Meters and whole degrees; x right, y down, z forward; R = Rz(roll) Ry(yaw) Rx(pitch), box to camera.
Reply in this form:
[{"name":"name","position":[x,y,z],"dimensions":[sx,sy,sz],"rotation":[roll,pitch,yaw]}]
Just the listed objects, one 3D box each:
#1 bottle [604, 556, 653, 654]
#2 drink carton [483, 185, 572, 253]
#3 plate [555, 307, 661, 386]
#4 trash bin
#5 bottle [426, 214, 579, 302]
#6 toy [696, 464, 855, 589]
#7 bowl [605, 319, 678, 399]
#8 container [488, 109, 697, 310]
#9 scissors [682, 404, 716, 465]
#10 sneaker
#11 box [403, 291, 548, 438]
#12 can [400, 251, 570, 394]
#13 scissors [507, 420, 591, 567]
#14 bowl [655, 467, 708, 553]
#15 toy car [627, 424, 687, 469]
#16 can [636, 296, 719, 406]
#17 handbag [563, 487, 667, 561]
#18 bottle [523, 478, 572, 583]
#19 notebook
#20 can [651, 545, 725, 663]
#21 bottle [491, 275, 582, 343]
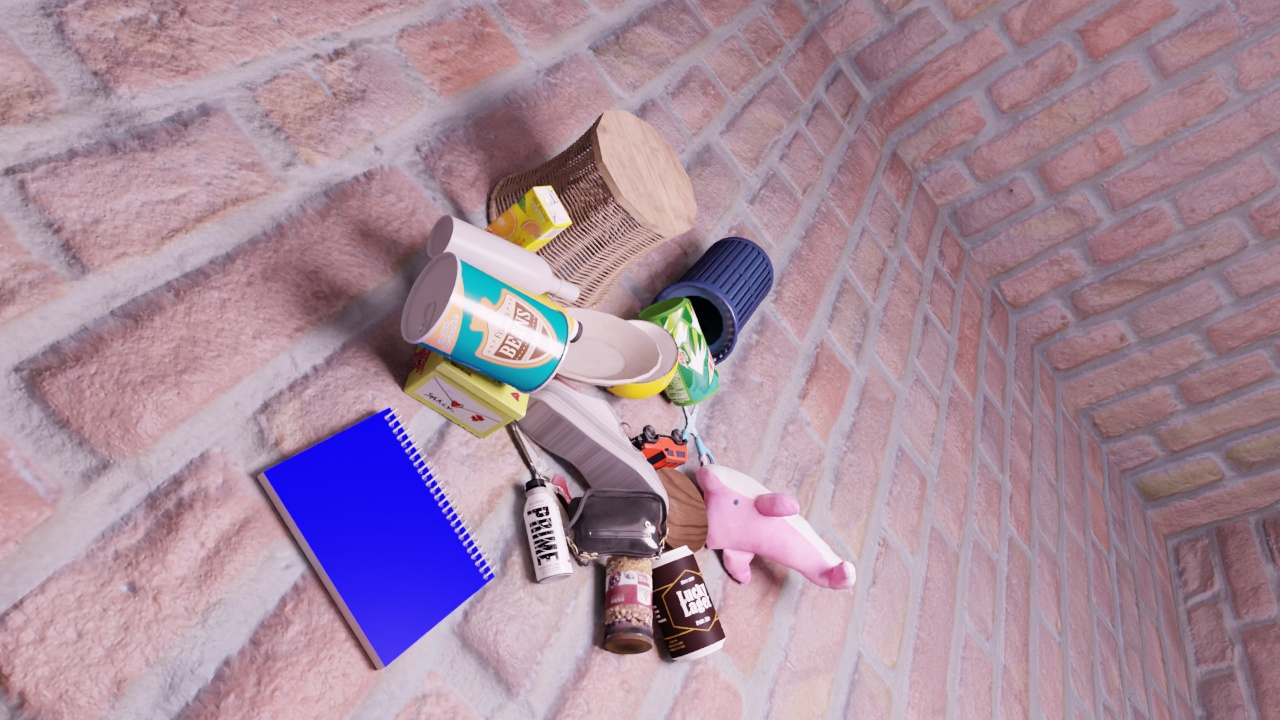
[{"name":"bottle","position":[-0.014,0.284,1.077],"dimensions":[0.056,0.056,0.105],"rotation":[31,44,-35]},{"name":"drink carton","position":[-0.154,-0.160,1.158],"dimensions":[0.058,0.135,0.042],"rotation":[60,32,4]},{"name":"plate","position":[-0.068,-0.012,1.187],"dimensions":[0.188,0.027,0.188],"rotation":[11,29,-6]},{"name":"trash bin","position":[0.123,-0.102,1.463],"dimensions":[0.139,0.140,0.248],"rotation":[54,33,-8]},{"name":"bottle","position":[-0.151,-0.109,1.068],"dimensions":[0.195,0.053,0.052],"rotation":[22,50,-41]},{"name":"toy","position":[0.173,0.254,1.286],"dimensions":[0.265,0.187,0.127],"rotation":[35,76,2]},{"name":"bowl","position":[-0.007,0.007,1.262],"dimensions":[0.117,0.068,0.117],"rotation":[1,49,-2]},{"name":"container","position":[-0.059,-0.209,1.257],"dimensions":[0.226,0.197,0.226],"rotation":[31,44,-35]},{"name":"scissors","position":[0.069,0.110,1.353],"dimensions":[0.117,0.015,0.139],"rotation":[6,54,-50]},{"name":"sneaker","position":[-0.045,0.100,1.138],"dimensions":[0.236,0.100,0.089],"rotation":[43,43,-14]},{"name":"box","position":[-0.185,-0.033,1.078],"dimensions":[0.124,0.080,0.220],"rotation":[38,41,-28]},{"name":"can","position":[-0.160,-0.037,0.957],"dimensions":[0.144,0.099,0.099],"rotation":[28,46,-36]},{"name":"scissors","position":[-0.102,0.153,1.100],"dimensions":[0.139,0.015,0.188],"rotation":[16,54,-43]},{"name":"bowl","position":[0.040,0.204,1.224],"dimensions":[0.119,0.032,0.119],"rotation":[31,44,-35]},{"name":"toy car","position":[0.022,0.121,1.246],"dimensions":[0.100,0.051,0.048],"rotation":[13,54,-47]},{"name":"can","position":[0.056,-0.013,1.336],"dimensions":[0.082,0.083,0.144],"rotation":[-47,119,-54]},{"name":"handbag","position":[-0.028,0.196,1.072],"dimensions":[0.128,0.054,0.079],"rotation":[3,57,-16]},{"name":"bottle","position":[-0.109,0.191,1.041],"dimensions":[0.041,0.041,0.116],"rotation":[10,58,-48]},{"name":"notebook","position":[-0.249,0.165,0.903],"dimensions":[0.209,0.022,0.171],"rotation":[59,36,-2]},{"name":"can","position":[0.052,0.301,1.134],"dimensions":[0.071,0.072,0.128],"rotation":[-4,68,-52]},{"name":"bottle","position":[-0.128,-0.055,1.063],"dimensions":[0.143,0.043,0.043],"rotation":[23,49,-41]}]
